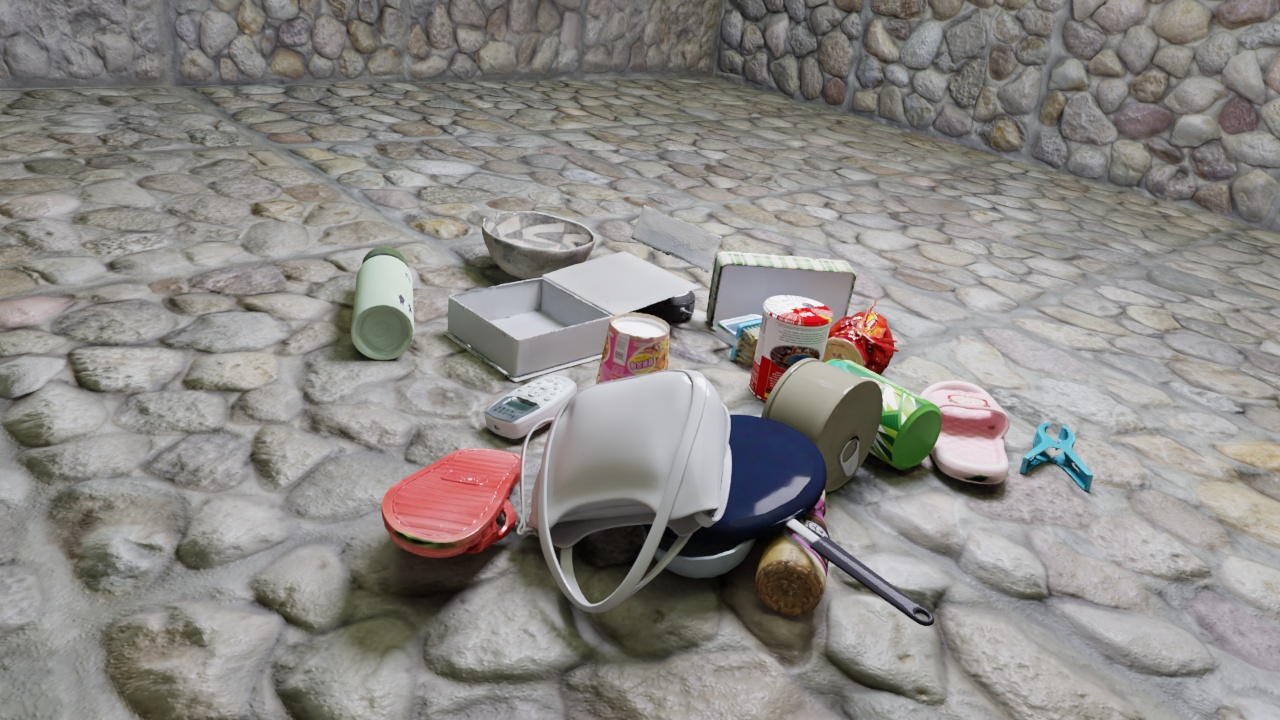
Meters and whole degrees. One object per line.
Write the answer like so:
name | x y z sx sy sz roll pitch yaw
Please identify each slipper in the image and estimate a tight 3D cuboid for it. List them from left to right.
slipper | -0.164 0.135 0.829 0.103 0.059 0.248 7 10 3
slipper | 0.386 0.078 1.094 0.107 0.056 0.221 10 27 9

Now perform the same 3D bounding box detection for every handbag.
handbag | -0.022 0.121 0.807 0.216 0.095 0.222 -11 46 29

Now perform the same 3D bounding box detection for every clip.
clip | 0.485 0.107 1.097 0.102 0.027 0.119 18 28 17

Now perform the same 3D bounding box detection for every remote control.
remote control | -0.120 0.050 1.031 0.060 0.028 0.114 17 34 37

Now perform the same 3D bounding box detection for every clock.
clock | 0.031 -0.093 1.369 0.123 0.044 0.091 14 26 14

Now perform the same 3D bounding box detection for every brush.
brush | 0.177 -0.037 1.278 0.135 0.055 0.075 -12 37 -36

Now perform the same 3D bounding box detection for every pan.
pan | 0.119 0.131 0.814 0.198 0.021 0.357 -22 31 -26

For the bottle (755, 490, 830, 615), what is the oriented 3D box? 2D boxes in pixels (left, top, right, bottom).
bottle | 0.147 0.163 0.847 0.060 0.060 0.165 13 26 12

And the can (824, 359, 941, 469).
can | 0.268 0.059 1.066 0.082 0.083 0.144 -12 30 -34

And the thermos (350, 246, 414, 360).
thermos | -0.343 -0.082 1.217 0.082 0.082 0.231 0 27 -15

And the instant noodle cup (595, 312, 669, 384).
instant noodle cup | -0.006 0.006 1.077 0.097 0.109 0.097 6 26 -3

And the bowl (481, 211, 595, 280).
bowl | -0.161 -0.169 1.434 0.178 0.081 0.178 6 26 -3

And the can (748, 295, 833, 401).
can | 0.189 -0.013 1.158 0.086 0.117 0.086 6 26 -3

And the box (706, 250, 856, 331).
box | 0.203 -0.095 1.340 0.205 0.118 0.050 2 31 -6

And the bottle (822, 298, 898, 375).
bottle | 0.295 -0.021 1.232 0.099 0.099 0.110 23 34 30

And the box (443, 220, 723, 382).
box | -0.071 -0.085 1.264 0.367 0.099 0.166 -24 39 -37

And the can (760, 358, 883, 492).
can | 0.192 0.067 0.981 0.073 0.128 0.127 26 31 38

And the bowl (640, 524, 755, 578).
bowl | 0.055 0.162 0.836 0.106 0.039 0.106 -6 27 3
